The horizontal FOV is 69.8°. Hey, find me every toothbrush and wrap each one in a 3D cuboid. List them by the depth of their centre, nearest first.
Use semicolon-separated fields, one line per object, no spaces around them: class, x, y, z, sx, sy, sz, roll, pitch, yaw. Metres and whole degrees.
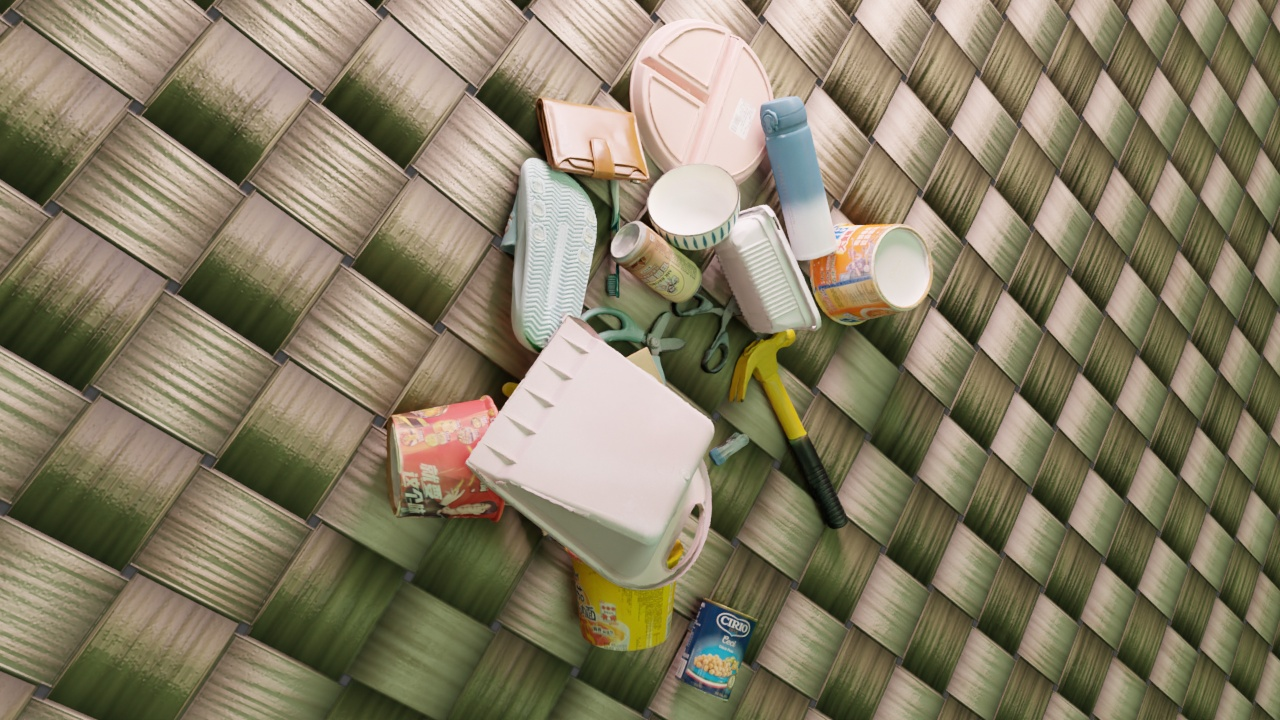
toothbrush;-0.034;-0.174;1.150;0.018;0.016;0.191;-1;89;5

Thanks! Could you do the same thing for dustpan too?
dustpan;-0.036;0.122;1.008;0.273;0.139;0.221;32;57;4

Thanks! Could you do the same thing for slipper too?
slipper;-0.112;-0.118;1.067;0.104;0.074;0.245;19;63;-35

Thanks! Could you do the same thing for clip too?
clip;0.120;0.118;1.235;0.056;0.027;0.024;-34;105;-16

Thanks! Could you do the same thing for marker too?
marker;-0.110;0.047;1.105;0.124;0.015;0.018;17;82;-32

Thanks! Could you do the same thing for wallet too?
wallet;-0.056;-0.258;1.110;0.130;0.035;0.119;1;61;-31

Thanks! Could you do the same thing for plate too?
plate;0.090;-0.339;1.216;0.229;0.028;0.229;0;89;-31

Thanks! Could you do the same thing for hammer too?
hammer;0.219;0.107;1.286;0.128;0.033;0.301;-35;106;-25

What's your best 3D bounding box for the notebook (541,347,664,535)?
notebook;-0.055;0.097;1.103;0.211;0.012;0.149;-27;102;-10

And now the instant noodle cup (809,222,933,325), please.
instant noodle cup;0.335;-0.128;1.309;0.151;0.112;0.151;0;90;-31

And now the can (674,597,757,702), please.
can;0.097;0.374;1.188;0.075;0.075;0.111;29;76;-27

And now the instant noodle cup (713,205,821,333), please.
instant noodle cup;0.156;-0.107;1.192;0.060;0.138;0.173;-29;99;-10

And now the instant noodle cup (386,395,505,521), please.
instant noodle cup;-0.211;0.110;0.980;0.108;0.138;0.138;-3;91;-22

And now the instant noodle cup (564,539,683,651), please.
instant noodle cup;-0.018;0.272;1.095;0.137;0.138;0.110;-5;101;-30

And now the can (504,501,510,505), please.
can;-0.140;0.113;1.043;0.066;0.067;0.094;-4;97;-30

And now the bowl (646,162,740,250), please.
bowl;0.071;-0.187;1.168;0.116;0.116;0.066;-56;155;-18

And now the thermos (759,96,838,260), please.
thermos;0.213;-0.247;1.247;0.070;0.070;0.220;-29;113;-27

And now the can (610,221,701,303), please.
can;0.020;-0.121;1.144;0.116;0.059;0.058;32;74;-38

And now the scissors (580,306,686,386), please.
scissors;-0.007;0.007;1.149;0.170;0.019;0.180;1;75;-34

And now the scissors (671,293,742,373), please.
scissors;0.113;-0.066;1.239;0.159;0.014;0.180;28;73;-29
